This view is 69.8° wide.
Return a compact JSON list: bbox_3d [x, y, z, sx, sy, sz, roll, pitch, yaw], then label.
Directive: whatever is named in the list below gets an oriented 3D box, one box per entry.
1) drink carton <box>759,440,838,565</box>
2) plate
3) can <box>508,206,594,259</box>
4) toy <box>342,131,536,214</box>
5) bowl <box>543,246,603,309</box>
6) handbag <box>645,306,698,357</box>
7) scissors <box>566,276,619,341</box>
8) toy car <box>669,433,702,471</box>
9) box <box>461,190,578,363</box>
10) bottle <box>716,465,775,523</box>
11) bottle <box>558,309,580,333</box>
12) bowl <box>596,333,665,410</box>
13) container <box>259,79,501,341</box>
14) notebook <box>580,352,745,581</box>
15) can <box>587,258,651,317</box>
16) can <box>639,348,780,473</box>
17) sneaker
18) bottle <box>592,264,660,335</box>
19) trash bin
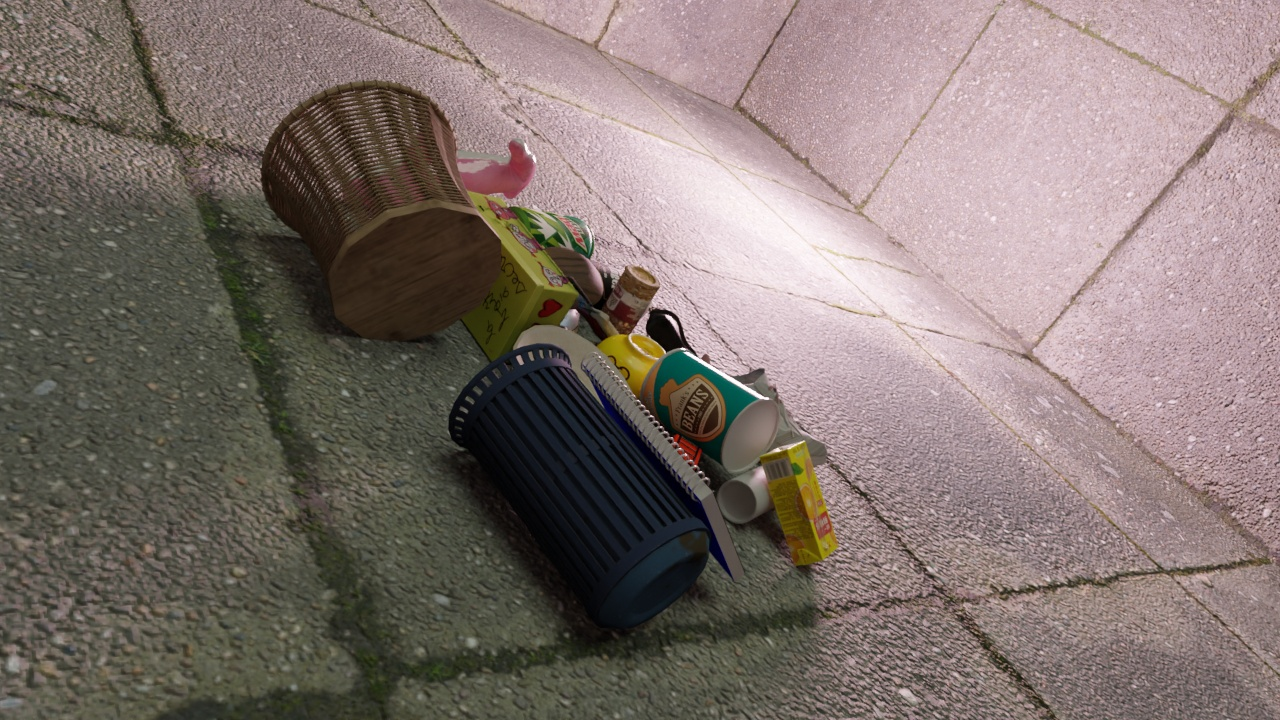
[{"bbox_3d":[0.188,0.167,1.077,0.058,0.043,0.134,-11,83,-58],"label":"drink carton"},{"bbox_3d":[-0.077,0.043,1.054,0.188,0.027,0.188,33,35,-27],"label":"plate"},{"bbox_3d":[-0.143,-0.181,1.371,0.143,0.083,0.083,0,39,-50],"label":"can"},{"bbox_3d":[-0.266,-0.224,1.256,0.265,0.187,0.127,-13,76,-17],"label":"toy"},{"bbox_3d":[-0.103,-0.120,1.239,0.119,0.032,0.119,14,41,-12],"label":"bowl"},{"bbox_3d":[0.046,-0.024,1.303,0.128,0.054,0.079,60,9,-21],"label":"handbag"},{"bbox_3d":[-0.066,-0.062,1.200,0.188,0.015,0.140,38,-16,-30],"label":"scissors"},{"bbox_3d":[0.039,0.124,1.050,0.051,0.049,0.100,32,24,0],"label":"toy car"},{"bbox_3d":[-0.179,-0.105,1.140,0.079,0.125,0.221,6,37,-44],"label":"box"},{"bbox_3d":[0.163,0.154,1.138,0.052,0.053,0.194,42,26,22],"label":"bottle"},{"bbox_3d":[-0.103,-0.054,1.230,0.041,0.041,0.115,27,24,-12],"label":"bottle"},{"bbox_3d":[-0.007,0.007,1.196,0.117,0.068,0.117,26,25,-13],"label":"bowl"},{"bbox_3d":[-0.277,-0.156,1.012,0.226,0.227,0.196,5,42,-45],"label":"container"},{"bbox_3d":[0.021,0.103,0.909,0.209,0.022,0.172,47,-13,40],"label":"notebook"},{"bbox_3d":[-0.051,-0.103,1.349,0.128,0.072,0.072,14,30,-36],"label":"can"},{"bbox_3d":[0.084,0.060,1.123,0.099,0.099,0.144,3,22,-47],"label":"can"},{"bbox_3d":[0.166,0.063,1.249,0.236,0.089,0.099,26,8,-12],"label":"sneaker"},{"bbox_3d":[-0.020,-0.078,1.295,0.056,0.105,0.056,26,24,-13],"label":"bottle"},{"bbox_3d":[-0.054,0.116,0.846,0.139,0.139,0.249,-1,42,-51],"label":"trash bin"}]
